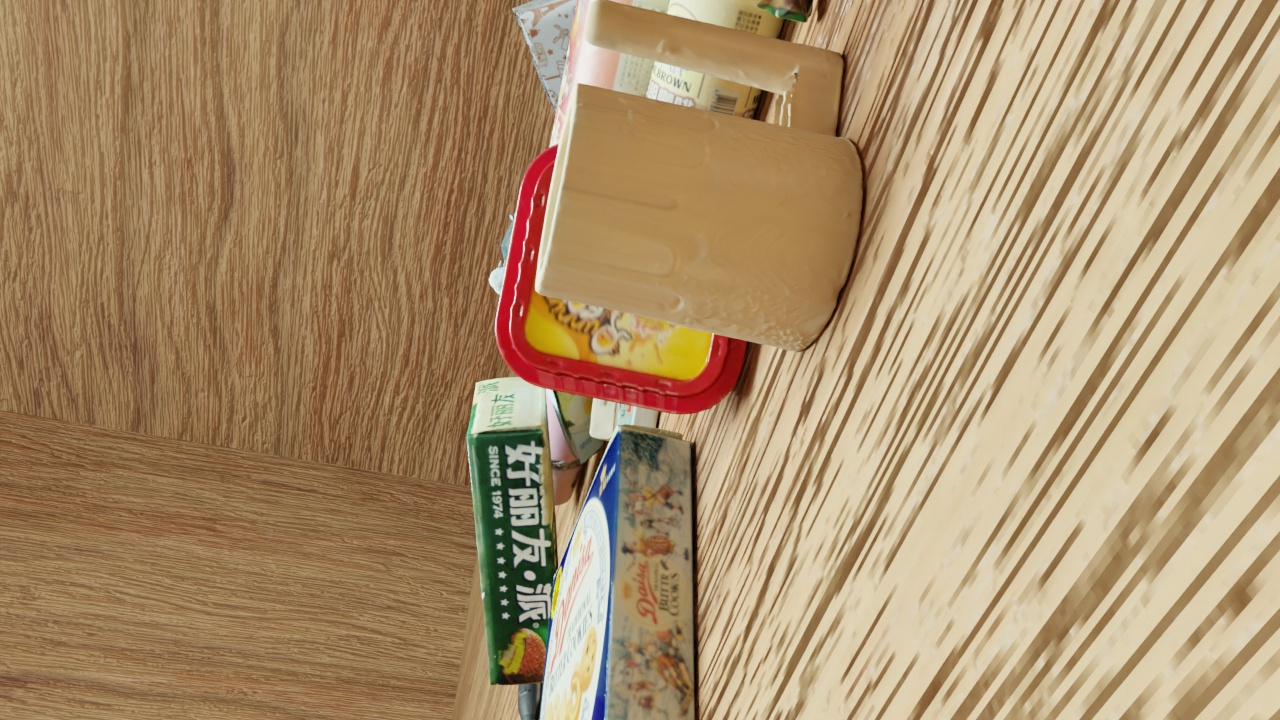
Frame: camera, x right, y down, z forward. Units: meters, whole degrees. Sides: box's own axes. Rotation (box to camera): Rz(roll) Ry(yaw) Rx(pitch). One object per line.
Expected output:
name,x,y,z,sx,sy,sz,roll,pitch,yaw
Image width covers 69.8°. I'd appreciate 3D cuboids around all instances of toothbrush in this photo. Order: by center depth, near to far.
toothbrush,-0.103,0.315,0.851,0.212,0.026,0.027,-99,-16,-63

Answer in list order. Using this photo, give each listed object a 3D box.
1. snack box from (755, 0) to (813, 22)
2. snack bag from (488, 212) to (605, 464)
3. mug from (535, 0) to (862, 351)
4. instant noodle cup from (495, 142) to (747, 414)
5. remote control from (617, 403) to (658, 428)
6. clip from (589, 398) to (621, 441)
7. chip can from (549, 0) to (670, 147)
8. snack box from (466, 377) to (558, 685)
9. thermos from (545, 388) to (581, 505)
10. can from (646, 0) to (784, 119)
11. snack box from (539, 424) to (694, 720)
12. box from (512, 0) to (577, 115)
snack box,0.050,-0.227,0.364,0.106,0.118,0.117,147,134,-63
snack bag,-0.073,-0.017,0.741,0.110,0.039,0.191,-73,-32,-55
mug,0.021,-0.073,0.350,0.084,0.103,0.124,139,140,-74
instant noodle cup,-0.003,-0.039,0.462,0.123,0.116,0.116,-47,-33,-87
remote control,-0.005,0.051,0.605,0.056,0.019,0.135,162,118,-78
clip,-0.025,0.008,0.688,0.076,0.034,0.103,77,-161,-73
chip can,-0.005,-0.181,0.517,0.071,0.071,0.215,-96,18,-59
snack box,-0.103,0.143,0.778,0.114,0.063,0.240,-105,13,-68
thermos,-0.076,0.041,0.855,0.087,0.067,0.199,-35,-37,-69
can,0.034,-0.144,0.481,0.058,0.058,0.116,-97,20,-60
snack box,-0.017,0.159,0.488,0.178,0.045,0.182,113,164,-48
box,-0.011,-0.264,0.806,0.181,0.158,0.148,-111,-2,-65
